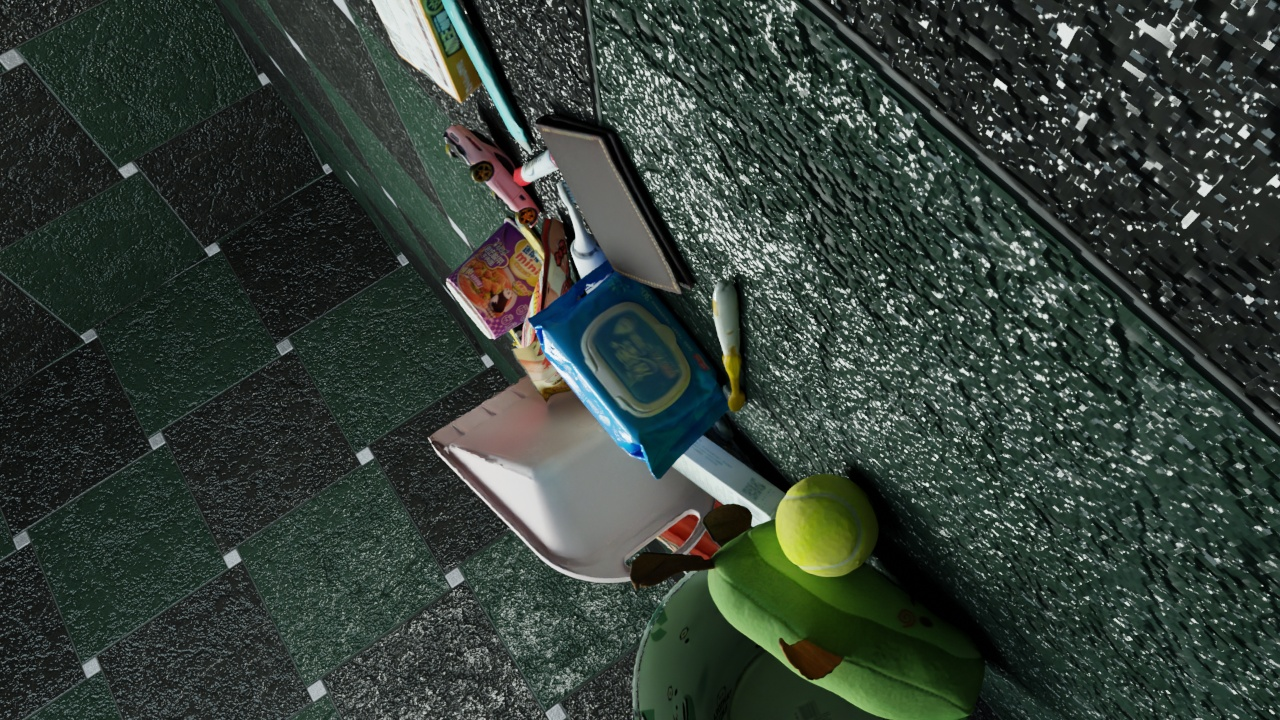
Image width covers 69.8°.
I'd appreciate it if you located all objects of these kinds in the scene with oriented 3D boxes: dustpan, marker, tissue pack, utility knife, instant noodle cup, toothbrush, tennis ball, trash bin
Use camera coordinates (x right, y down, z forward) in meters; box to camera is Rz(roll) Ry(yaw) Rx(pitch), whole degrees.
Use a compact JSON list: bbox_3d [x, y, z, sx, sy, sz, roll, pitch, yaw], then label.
[{"bbox_3d":[-0.060,0.110,0.953,0.274,0.222,0.139,20,136,57],"label":"dustpan"},{"bbox_3d":[-0.077,-0.148,0.698,0.017,0.017,0.145,54,169,-15],"label":"marker"},{"bbox_3d":[-0.004,0.004,0.697,0.157,0.094,0.052,51,164,-2],"label":"tissue pack"},{"bbox_3d":[-0.113,-0.216,0.626,0.029,0.013,0.205,47,172,31],"label":"utility knife"},{"bbox_3d":[-0.081,-0.085,0.951,0.165,0.018,0.031,50,176,-18],"label":"utility knife"},{"bbox_3d":[-0.150,-0.084,1.007,0.111,0.099,0.112,48,168,13],"label":"instant noodle cup"},{"bbox_3d":[0.022,0.147,1.032,0.164,0.079,0.189,36,-179,-31],"label":"instant noodle cup"},{"bbox_3d":[0.058,-0.007,0.612,0.018,0.016,0.191,56,173,26],"label":"toothbrush"},{"bbox_3d":[0.120,0.106,0.593,0.065,0.065,0.065,49,170,12],"label":"tennis ball"},{"bbox_3d":[-0.039,-0.078,0.749,0.221,0.026,0.026,73,-176,-63],"label":"toothbrush"},{"bbox_3d":[0.140,0.313,0.828,0.229,0.229,0.252,44,173,33],"label":"trash bin"}]

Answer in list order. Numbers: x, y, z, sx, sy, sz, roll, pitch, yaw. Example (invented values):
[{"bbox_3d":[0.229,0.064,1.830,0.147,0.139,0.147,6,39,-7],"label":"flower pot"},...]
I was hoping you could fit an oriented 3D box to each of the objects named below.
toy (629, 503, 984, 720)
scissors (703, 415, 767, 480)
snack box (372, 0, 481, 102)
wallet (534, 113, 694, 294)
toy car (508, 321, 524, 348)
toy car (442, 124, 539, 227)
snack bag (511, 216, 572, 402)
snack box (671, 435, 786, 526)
[{"bbox_3d":[0.126,0.174,0.641,0.247,0.090,0.226,27,-164,23],"label":"toy"},{"bbox_3d":[0.087,0.081,0.806,0.174,0.014,0.159,36,164,49],"label":"scissors"},{"bbox_3d":[-0.163,-0.255,0.649,0.075,0.026,0.154,39,167,17],"label":"snack box"},{"bbox_3d":[-0.018,-0.102,0.603,0.096,0.020,0.122,29,155,53],"label":"wallet"},{"bbox_3d":[-0.132,-0.046,1.127,0.041,0.071,0.156,42,167,35],"label":"toy car"},{"bbox_3d":[-0.127,-0.164,0.809,0.056,0.037,0.122,47,-178,36],"label":"toy car"},{"bbox_3d":[-0.086,-0.035,0.866,0.073,0.128,0.208,12,163,2],"label":"snack bag"},{"bbox_3d":[0.058,0.093,0.807,0.157,0.026,0.085,36,166,21],"label":"snack box"}]
